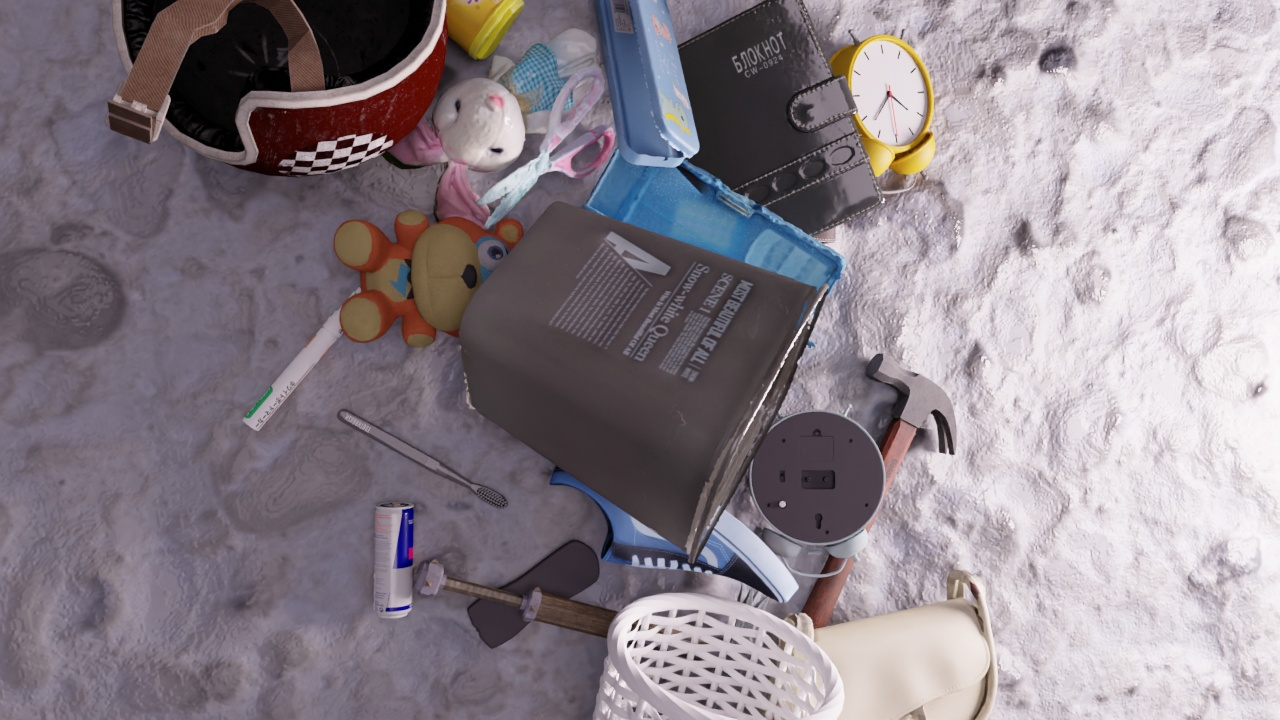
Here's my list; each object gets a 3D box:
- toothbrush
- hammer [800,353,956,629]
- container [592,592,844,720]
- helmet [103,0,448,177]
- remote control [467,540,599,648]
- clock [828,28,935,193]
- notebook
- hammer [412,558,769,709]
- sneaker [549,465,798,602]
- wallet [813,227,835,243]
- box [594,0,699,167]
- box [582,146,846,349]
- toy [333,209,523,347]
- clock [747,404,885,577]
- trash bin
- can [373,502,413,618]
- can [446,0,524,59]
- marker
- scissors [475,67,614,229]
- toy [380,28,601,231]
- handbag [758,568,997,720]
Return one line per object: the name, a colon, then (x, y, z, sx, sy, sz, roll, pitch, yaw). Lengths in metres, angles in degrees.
toothbrush: (-0.188, 0.087, 0.800, 0.167, 0.013, 0.013, 31, 83, -9)
hammer: (0.214, 0.152, 0.888, 0.111, 0.028, 0.300, 28, 84, -11)
container: (0.048, 0.318, 0.746, 0.189, 0.189, 0.187, 9, 104, -14)
helmet: (-0.255, -0.240, 0.656, 0.233, 0.254, 0.233, -8, 87, -28)
remote control: (-0.093, 0.207, 0.823, 0.124, 0.009, 0.046, -31, 97, -12)
clock: (0.229, -0.234, 0.870, 0.113, 0.052, 0.152, -12, 94, -29)
notebook: (0.111, -0.205, 0.834, 0.170, 0.029, 0.209, -23, 99, 13)
hammer: (-0.048, 0.234, 0.815, 0.316, 0.028, 0.147, 19, 93, -16)
sneaker: (0.022, 0.157, 0.815, 0.241, 0.083, 0.098, 38, 79, -3)
wallet: (0.155, -0.175, 0.877, 0.072, 0.019, 0.123, 4, 89, -14)
box: (0.010, -0.268, 0.785, 0.069, 0.064, 0.209, 0, 69, -22)
box: (0.063, -0.100, 0.788, 0.231, 0.110, 0.094, 31, 107, -6)
toy: (-0.164, -0.069, 0.766, 0.175, 0.096, 0.112, -8, 97, -34)
clock: (0.161, 0.120, 0.850, 0.122, 0.045, 0.159, 0, 86, 3)
trash bin: (-0.004, 0.004, 0.720, 0.220, 0.198, 0.196, 27, 58, 12)
can: (-0.211, 0.169, 0.782, 0.032, 0.032, 0.095, 1, 90, -14)
can: (-0.157, -0.314, 0.777, 0.105, 0.068, 0.067, 39, 81, -10)
marker: (-0.280, -0.002, 0.774, 0.017, 0.017, 0.145, 40, 82, -11)
scissors: (-0.082, -0.181, 0.763, 0.178, 0.016, 0.108, -39, 144, -35)
toy: (-0.110, -0.206, 0.772, 0.205, 0.106, 0.131, -39, 101, -9)
handbag: (0.228, 0.305, 0.831, 0.228, 0.132, 0.184, -9, 101, -19)
